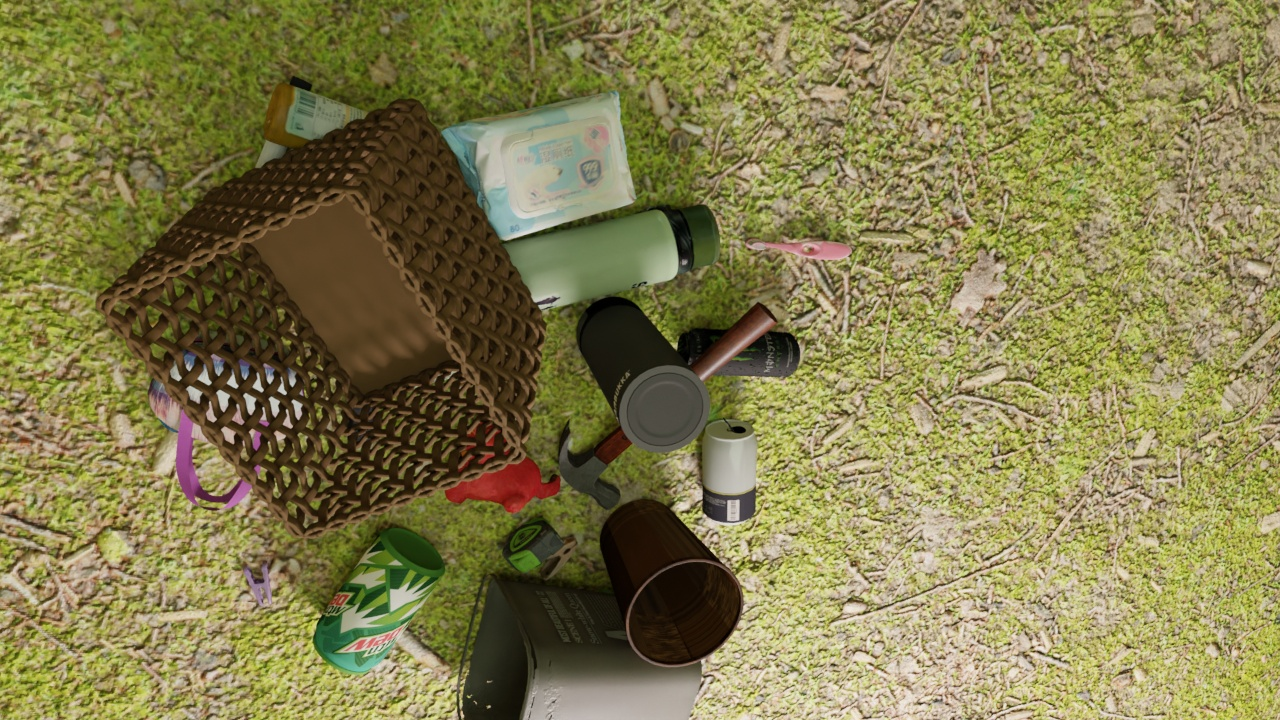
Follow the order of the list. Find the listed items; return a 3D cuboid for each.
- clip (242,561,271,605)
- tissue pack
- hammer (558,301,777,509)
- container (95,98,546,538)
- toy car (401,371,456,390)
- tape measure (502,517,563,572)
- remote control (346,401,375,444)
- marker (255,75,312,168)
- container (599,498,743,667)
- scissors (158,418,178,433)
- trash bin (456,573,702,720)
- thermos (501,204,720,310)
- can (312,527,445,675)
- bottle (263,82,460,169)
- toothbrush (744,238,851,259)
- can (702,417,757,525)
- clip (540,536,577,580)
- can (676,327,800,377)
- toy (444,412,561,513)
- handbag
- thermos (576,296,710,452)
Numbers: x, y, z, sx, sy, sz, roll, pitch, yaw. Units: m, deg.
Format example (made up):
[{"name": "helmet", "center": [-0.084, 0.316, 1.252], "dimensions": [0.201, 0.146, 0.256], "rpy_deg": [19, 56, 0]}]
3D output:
[{"name": "clip", "center": [-0.414, 0.239, 0.986], "dimensions": [0.041, 0.014, 0.052], "rpy_deg": [11, 103, -21]}, {"name": "tissue pack", "center": [-0.093, -0.186, 0.882], "dimensions": [0.181, 0.070, 0.112], "rpy_deg": [-21, 116, -29]}, {"name": "hammer", "center": [0.027, 0.043, 1.006], "dimensions": [0.301, 0.028, 0.111], "rpy_deg": [-42, 117, 18]}, {"name": "container", "center": [-0.237, -0.039, 0.769], "dimensions": [0.220, 0.213, 0.252], "rpy_deg": [-21, 120, 12]}, {"name": "toy car", "center": [-0.215, 0.001, 0.952], "dimensions": [0.105, 0.033, 0.048], "rpy_deg": [-15, 115, -11]}, {"name": "tape measure", "center": [-0.122, 0.212, 1.044], "dimensions": [0.065, 0.058, 0.036], "rpy_deg": [-38, 117, -5]}, {"name": "remote control", "center": [-0.287, 0.024, 0.946], "dimensions": [0.032, 0.015, 0.136], "rpy_deg": [-1, 110, -18]}, {"name": "marker", "center": [-0.340, -0.191, 0.848], "dimensions": [0.019, 0.019, 0.146], "rpy_deg": [22, 101, -24]}, {"name": "container", "center": [0.024, 0.240, 1.041], "dimensions": [0.132, 0.167, 0.132], "rpy_deg": [-6, 111, -16]}, {"name": "scissors", "center": [-0.409, 0.037, 0.915], "dimensions": [0.134, 0.015, 0.066], "rpy_deg": [-5, 108, -18]}, {"name": "trash bin", "center": [-0.070, 0.368, 1.053], "dimensions": [0.219, 0.197, 0.198], "rpy_deg": [8, 105, -27]}, {"name": "thermos", "center": [-0.032, -0.110, 0.949], "dimensions": [0.231, 0.082, 0.082], "rpy_deg": [-15, 113, -12]}, {"name": "can", "center": [-0.284, 0.261, 0.996], "dimensions": [0.083, 0.083, 0.144], "rpy_deg": [33, 97, -25]}, {"name": "bottle", "center": [-0.246, -0.199, 0.849], "dimensions": [0.186, 0.053, 0.053], "rpy_deg": [14, 105, -32]}, {"name": "toothbrush", "center": [0.182, -0.128, 1.042], "dimensions": [0.135, 0.016, 0.022], "rpy_deg": [2, 110, -18]}, {"name": "can", "center": [0.105, 0.127, 1.083], "dimensions": [0.064, 0.064, 0.127], "rpy_deg": [-7, 111, -16]}, {"name": "clip", "center": [-0.099, 0.234, 1.079], "dimensions": [0.060, 0.024, 0.039], "rpy_deg": [-19, 114, -15]}, {"name": "can", "center": [0.113, -0.008, 1.042], "dimensions": [0.137, 0.054, 0.054], "rpy_deg": [2, 108, -18]}, {"name": "toy", "center": [-0.141, 0.114, 0.994], "dimensions": [0.132, 0.088, 0.094], "rpy_deg": [14, 93, -23]}, {"name": "handbag", "center": [-0.400, 0.064, 0.889], "dimensions": [0.144, 0.068, 0.170], "rpy_deg": [11, 104, -20]}, {"name": "thermos", "center": [-0.005, 0.005, 0.909], "dimensions": [0.082, 0.240, 0.082], "rpy_deg": [-4, 109, -12]}]
